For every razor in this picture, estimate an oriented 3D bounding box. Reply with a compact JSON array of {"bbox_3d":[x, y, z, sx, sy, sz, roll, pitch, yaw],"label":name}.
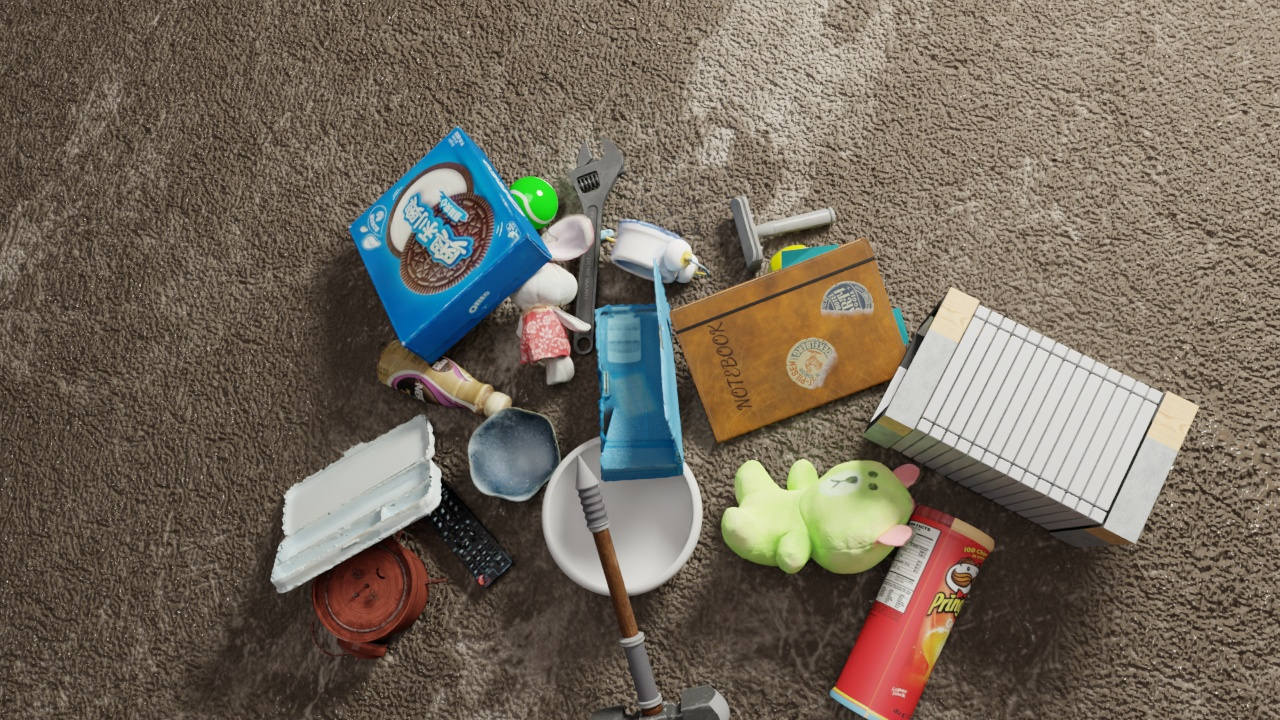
[{"bbox_3d":[0.174,-0.161,1.091,0.116,0.047,0.088,-13,73,-1],"label":"razor"}]

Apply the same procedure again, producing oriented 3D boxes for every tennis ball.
[{"bbox_3d":[0.180,-0.100,1.057,0.065,0.065,0.065,-3,74,10],"label":"tennis ball"},{"bbox_3d":[-0.136,-0.196,1.142,0.065,0.065,0.065,-3,74,10],"label":"tennis ball"}]

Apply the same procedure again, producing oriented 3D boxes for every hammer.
[{"bbox_3d":[-0.019,0.252,0.947,0.156,0.043,0.322,-15,96,6],"label":"hammer"}]

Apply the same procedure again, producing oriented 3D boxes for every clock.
[{"bbox_3d":[0.023,-0.124,1.082,0.125,0.089,0.052,19,84,17],"label":"clock"},{"bbox_3d":[-0.312,0.269,1.044,0.157,0.072,0.120,-43,72,-4],"label":"clock"}]

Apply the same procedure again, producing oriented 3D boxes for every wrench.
[{"bbox_3d":[-0.060,-0.142,1.125,0.073,0.018,0.273,2,83,11],"label":"wrench"}]

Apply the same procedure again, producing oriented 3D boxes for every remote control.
[{"bbox_3d":[-0.210,0.196,1.073,0.047,0.022,0.150,-43,74,-4],"label":"remote control"}]

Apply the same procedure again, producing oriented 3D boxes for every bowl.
[{"bbox_3d":[-0.141,0.112,1.064,0.110,0.055,0.110,-3,75,10],"label":"bowl"},{"bbox_3d":[-0.017,0.172,1.019,0.177,0.066,0.176,-3,74,10],"label":"bowl"}]

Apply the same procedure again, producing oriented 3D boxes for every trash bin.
[{"bbox_3d":[0.379,0.063,0.923,0.247,0.142,0.142,28,81,11],"label":"trash bin"}]

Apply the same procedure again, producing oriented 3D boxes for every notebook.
[{"bbox_3d":[0.173,-0.031,1.027,0.249,0.014,0.178,-21,99,4],"label":"notebook"}]

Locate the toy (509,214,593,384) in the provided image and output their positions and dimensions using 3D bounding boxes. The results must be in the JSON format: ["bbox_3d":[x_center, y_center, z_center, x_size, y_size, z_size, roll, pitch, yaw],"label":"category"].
[{"bbox_3d":[-0.112,-0.069,1.086,0.159,0.084,0.194,-14,83,32],"label":"toy"}]

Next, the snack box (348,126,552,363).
[{"bbox_3d":[-0.235,-0.143,1.102,0.196,0.056,0.238,-40,54,8],"label":"snack box"}]

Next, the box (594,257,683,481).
[{"bbox_3d":[-0.005,0.005,0.996,0.094,0.112,0.231,-4,51,1],"label":"box"}]

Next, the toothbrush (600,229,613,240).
[{"bbox_3d":[-0.109,-0.140,1.149,0.155,0.016,0.022,-14,63,6],"label":"toothbrush"}]

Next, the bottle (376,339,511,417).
[{"bbox_3d":[-0.233,0.029,1.102,0.166,0.059,0.059,22,80,14],"label":"bottle"}]

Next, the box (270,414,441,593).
[{"bbox_3d":[-0.324,0.160,1.053,0.209,0.045,0.191,-30,32,0],"label":"box"}]

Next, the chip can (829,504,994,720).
[{"bbox_3d":[0.275,0.261,0.931,0.087,0.087,0.213,25,82,16],"label":"chip can"}]

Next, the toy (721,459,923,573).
[{"bbox_3d":[0.191,0.167,0.963,0.197,0.107,0.149,6,33,14],"label":"toy"}]
